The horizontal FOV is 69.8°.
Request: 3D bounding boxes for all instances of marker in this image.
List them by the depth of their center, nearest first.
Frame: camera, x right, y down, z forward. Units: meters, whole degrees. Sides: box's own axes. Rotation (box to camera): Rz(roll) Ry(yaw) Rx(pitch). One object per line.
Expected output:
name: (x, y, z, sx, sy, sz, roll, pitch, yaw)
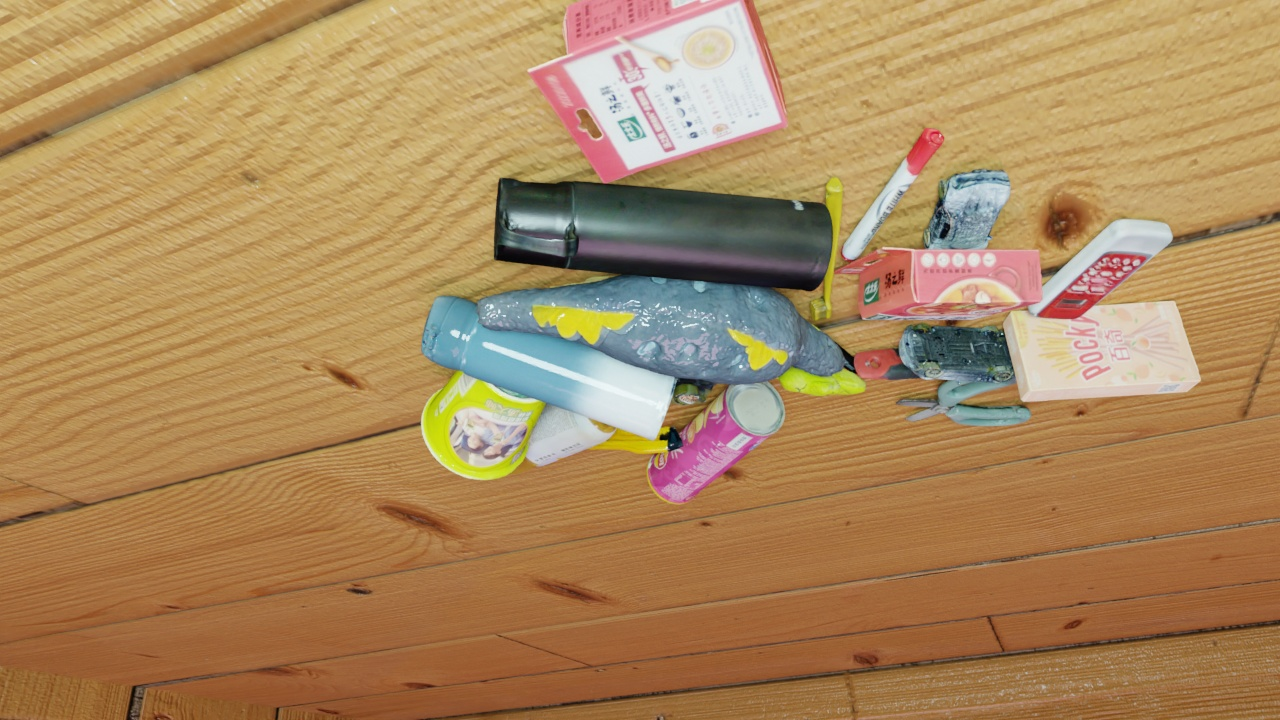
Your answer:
marker: (0.187, -0.121, 0.695, 0.017, 0.017, 0.146, 3, 151, -12)
marker: (0.190, -0.009, 0.906, 0.018, 0.015, 0.124, -18, 149, 34)

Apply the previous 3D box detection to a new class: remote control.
remote control: (0.396, -0.076, 0.798, 0.056, 0.020, 0.136, 4, 151, -12)

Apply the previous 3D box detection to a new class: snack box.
snack box: (0.013, -0.172, 0.552, 0.127, 0.044, 0.113, -14, 151, 16)
snack box: (0.235, -0.059, 0.743, 0.127, 0.044, 0.113, 0, 176, -7)
snack box: (0.429, -0.009, 0.858, 0.157, 0.084, 0.026, -4, 155, 0)

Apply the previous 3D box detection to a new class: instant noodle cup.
instant noodle cup: (-0.137, 0.036, 0.873, 0.111, 0.111, 0.124, 11, 141, -25)

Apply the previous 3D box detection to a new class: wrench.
wrench: (0.350, 0.004, 0.917, 0.273, 0.056, 0.016, 2, 150, -1)

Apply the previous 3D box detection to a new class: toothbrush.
toothbrush: (0.153, -0.085, 0.758, 0.016, 0.015, 0.190, -19, 151, -2)

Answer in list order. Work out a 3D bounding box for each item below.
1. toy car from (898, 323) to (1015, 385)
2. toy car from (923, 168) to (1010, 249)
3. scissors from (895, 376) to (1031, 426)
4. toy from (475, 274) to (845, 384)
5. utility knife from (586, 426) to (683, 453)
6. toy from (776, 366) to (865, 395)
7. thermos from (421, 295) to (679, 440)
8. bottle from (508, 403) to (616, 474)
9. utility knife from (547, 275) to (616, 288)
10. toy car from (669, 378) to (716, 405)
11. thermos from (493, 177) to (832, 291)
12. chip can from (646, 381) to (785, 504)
toy car: (0.307, -0.005, 0.885, 0.120, 0.054, 0.037, 4, 149, -12)
toy car: (0.252, -0.109, 0.710, 0.049, 0.031, 0.106, -3, 154, 4)
scissors: (0.376, 0.043, 1.008, 0.171, 0.019, 0.170, 7, 158, -13)
toy: (0.051, -0.026, 0.762, 0.355, 0.091, 0.138, 8, 171, -27)
utility knife: (-0.059, 0.089, 1.030, 0.216, 0.033, 0.015, -1, 143, 12)
toy: (0.176, 0.018, 0.911, 0.097, 0.031, 0.100, 13, -171, 11)
thermos: (-0.080, 0.003, 0.788, 0.220, 0.070, 0.070, 20, 149, -2)
bottle: (-0.110, 0.079, 0.984, 0.190, 0.068, 0.068, -24, 146, 34)
utility knife: (-0.036, -0.061, 0.780, 0.204, 0.021, 0.031, -13, 150, 3)
toy car: (-0.005, 0.005, 0.858, 0.158, 0.070, 0.042, 5, 154, -10)
thermos: (0.017, -0.087, 0.667, 0.242, 0.090, 0.069, 2, 119, -12)
chip can: (0.080, 0.093, 1.028, 0.071, 0.071, 0.211, 9, 149, -21)
